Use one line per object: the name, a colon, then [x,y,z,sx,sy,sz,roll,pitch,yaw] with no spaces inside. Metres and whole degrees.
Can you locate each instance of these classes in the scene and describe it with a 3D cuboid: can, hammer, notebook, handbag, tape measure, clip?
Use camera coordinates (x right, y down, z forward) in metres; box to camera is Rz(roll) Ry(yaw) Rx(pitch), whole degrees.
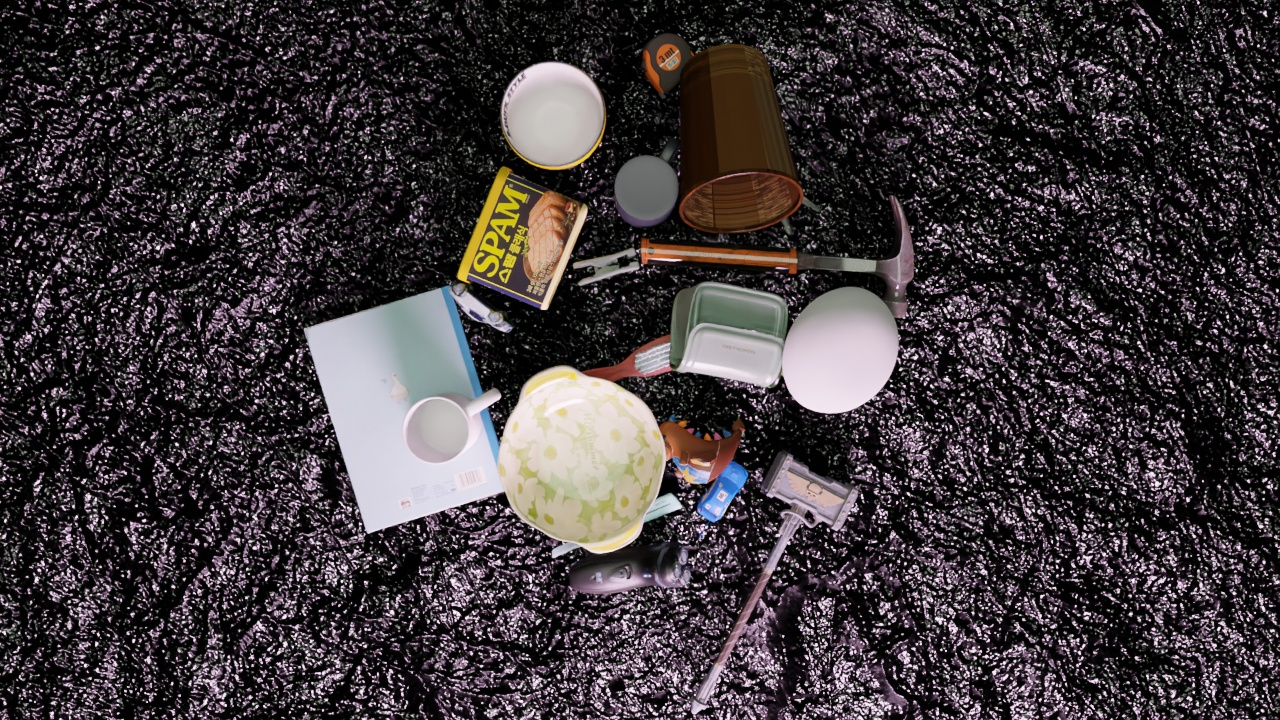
can: [-0.132,-0.135,1.045,0.104,0.075,0.135,22,91,-4]
hammer: [0.157,-0.129,1.061,0.314,0.035,0.138,4,103,1]
notebook: [-0.272,0.058,1.080,0.181,0.009,0.253,-16,92,-1]
hammer: [0.136,0.270,1.075,0.098,0.044,0.322,27,91,-1]
handbag: [0.101,-0.030,1.034,0.121,0.067,0.106,10,82,-18]
tape measure: [0.029,-0.345,1.060,0.058,0.038,0.059,-43,105,1]
clip: [-0.040,-0.110,1.072,0.076,0.023,0.042,-16,90,-2]

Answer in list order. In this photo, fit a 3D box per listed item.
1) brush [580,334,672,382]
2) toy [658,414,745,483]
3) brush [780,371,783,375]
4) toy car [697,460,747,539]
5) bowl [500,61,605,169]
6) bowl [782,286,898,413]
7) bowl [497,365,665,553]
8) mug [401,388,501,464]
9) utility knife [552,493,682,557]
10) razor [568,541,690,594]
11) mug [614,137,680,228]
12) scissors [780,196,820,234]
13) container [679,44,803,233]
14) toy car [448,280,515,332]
brush: [-0.006,0.006,1.073,0.172,0.030,0.041,-21,92,0]
toy: [0.069,0.092,1.074,0.090,0.071,0.102,36,65,14]
brush: [0.182,0.010,1.085,0.136,0.015,0.050,10,93,5]
toy car: [0.092,0.162,1.062,0.033,0.062,0.092,34,91,-2]
bowl: [-0.097,-0.272,1.043,0.117,0.067,0.117,0,92,-1]
bowl: [0.234,-0.005,1.027,0.149,0.043,0.150,-7,111,-20]
bowl: [-0.067,0.111,1.060,0.188,0.060,0.219,-23,93,-1]
mug: [-0.206,0.065,1.031,0.110,0.090,0.074,-32,92,-1]
utility knife: [-0.030,0.197,1.088,0.166,0.015,0.022,-24,93,3]
razor: [-0.013,0.244,1.062,0.140,0.064,0.053,-8,91,-2]
mug: [0.014,-0.205,1.042,0.071,0.077,0.105,30,91,-2]
scissors: [0.133,-0.218,1.075,0.158,0.014,0.141,-1,91,2]
container: [0.101,-0.244,1.005,0.132,0.132,0.167,-5,71,-1]
toy car: [-0.185,-0.060,1.064,0.090,0.038,0.027,38,93,-1]
